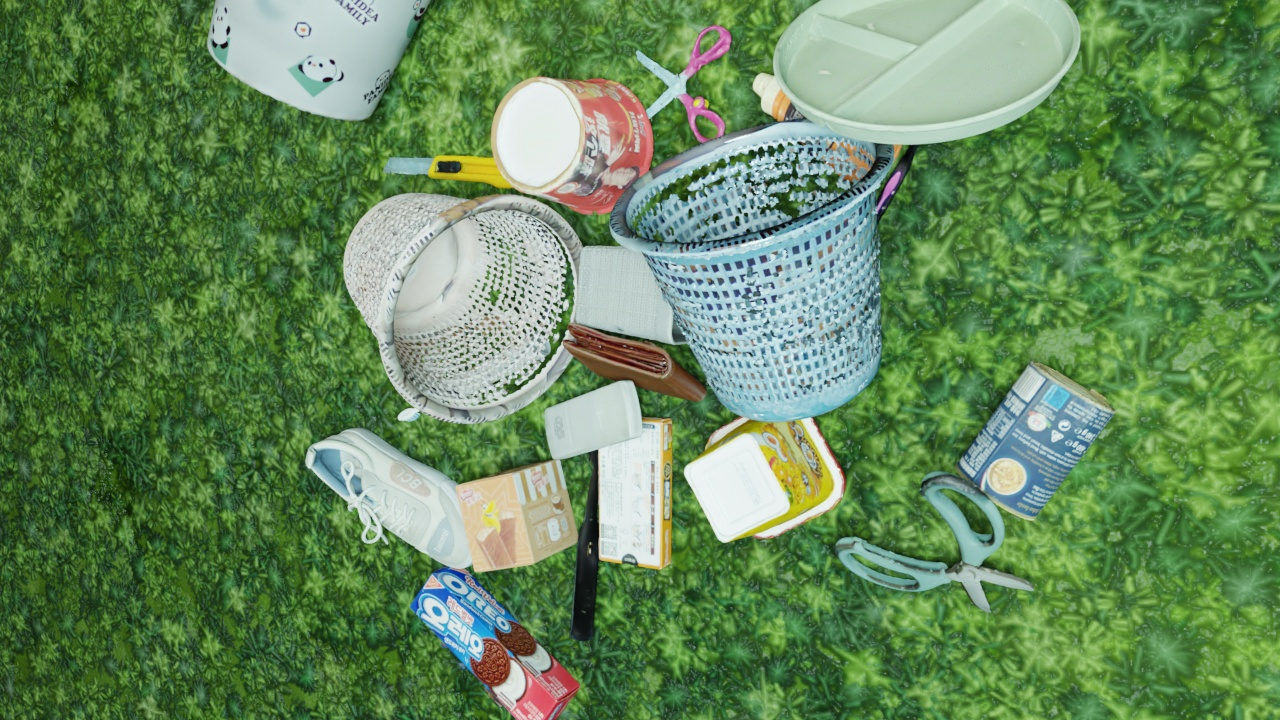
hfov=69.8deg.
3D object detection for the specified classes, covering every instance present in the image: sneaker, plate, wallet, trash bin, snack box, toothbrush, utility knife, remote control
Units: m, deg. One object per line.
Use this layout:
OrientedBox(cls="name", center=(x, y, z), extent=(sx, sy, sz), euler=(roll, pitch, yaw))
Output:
OrientedBox(cls="sneaker", center=(-0.288, 0.159, 1.057), extent=(0.242, 0.090, 0.090), euler=(32, 108, 20))
OrientedBox(cls="plate", center=(0.221, -0.243, 0.726), extent=(0.230, 0.027, 0.229), euler=(-8, 48, 9))
OrientedBox(cls="wallet", center=(-0.005, 0.005, 0.899), extent=(0.125, 0.101, 0.032), euler=(16, 77, 26))
OrientedBox(cls="trash bin", center=(0.109, -0.066, 0.765), extent=(0.227, 0.225, 0.195), euler=(-2, 125, 27))
OrientedBox(cls="trash bin", center=(-0.194, -0.076, 0.926), extent=(0.192, 0.227, 0.228), euler=(30, 108, 45))
OrientedBox(cls="snack box", center=(-0.006, 0.134, 0.948), extent=(0.075, 0.026, 0.154), euler=(2, 95, 27))
OrientedBox(cls="snack box", center=(-0.165, 0.319, 1.026), extent=(0.207, 0.057, 0.058), euler=(39, 107, 19))
OrientedBox(cls="toothbrush", center=(0.223, -0.150, 0.820), extent=(0.014, 0.017, 0.189), euler=(35, 112, 21))
OrientedBox(cls="utility knife", center=(-0.208, -0.212, 1.023), extent=(0.231, 0.015, 0.033), euler=(10, 93, 31))
OrientedBox(cls="toothbrush", center=(-0.056, 0.193, 0.979), extent=(0.026, 0.027, 0.212), euler=(3, 96, -18))
OrientedBox(cls="toothbrush", center=(-0.193, 0.025, 1.034), extent=(0.222, 0.026, 0.026), euler=(-26, 56, 26))
OrientedBox(cls="trash bin", center=(-0.325, -0.410, 0.965), extent=(0.229, 0.229, 0.252), euler=(40, 115, 19))
OrientedBox(cls="snack box", center=(-0.130, 0.164, 0.975), extent=(0.077, 0.092, 0.094), euler=(-15, 88, 27))
OrientedBox(cls="remote control", center=(-0.050, 0.063, 0.937), extent=(0.150, 0.021, 0.058), euler=(-21, 76, 51))

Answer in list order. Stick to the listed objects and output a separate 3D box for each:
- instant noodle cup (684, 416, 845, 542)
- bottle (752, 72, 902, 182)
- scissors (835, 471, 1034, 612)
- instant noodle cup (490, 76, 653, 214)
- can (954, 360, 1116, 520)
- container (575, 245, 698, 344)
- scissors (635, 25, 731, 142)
OrientedBox(cls="instant noodle cup", center=(0.108, 0.105, 0.834), extent=(0.116, 0.123, 0.116), euler=(-32, 80, 25))
OrientedBox(cls="bottle", center=(0.160, -0.217, 0.820), extent=(0.149, 0.066, 0.067), euler=(40, 110, 26))
OrientedBox(cls="scissors", center=(0.243, 0.154, 0.787), extent=(0.175, 0.019, 0.170), euler=(4, 130, 32))
OrientedBox(cls="instant noodle cup", center=(-0.071, -0.214, 0.903), extent=(0.138, 0.108, 0.138), euler=(4, 98, 29))
OrientedBox(cls="can", center=(0.321, 0.064, 0.749), extent=(0.075, 0.075, 0.111), euler=(36, 109, 20))
OrientedBox(cls="container", center=(0.004, -0.068, 0.894), extent=(0.114, 0.090, 0.090), euler=(9, 97, 29))
OrientedBox(cls="scissors", center=(0.043, -0.271, 0.898), extent=(0.133, 0.017, 0.136), euler=(45, 116, 20))
